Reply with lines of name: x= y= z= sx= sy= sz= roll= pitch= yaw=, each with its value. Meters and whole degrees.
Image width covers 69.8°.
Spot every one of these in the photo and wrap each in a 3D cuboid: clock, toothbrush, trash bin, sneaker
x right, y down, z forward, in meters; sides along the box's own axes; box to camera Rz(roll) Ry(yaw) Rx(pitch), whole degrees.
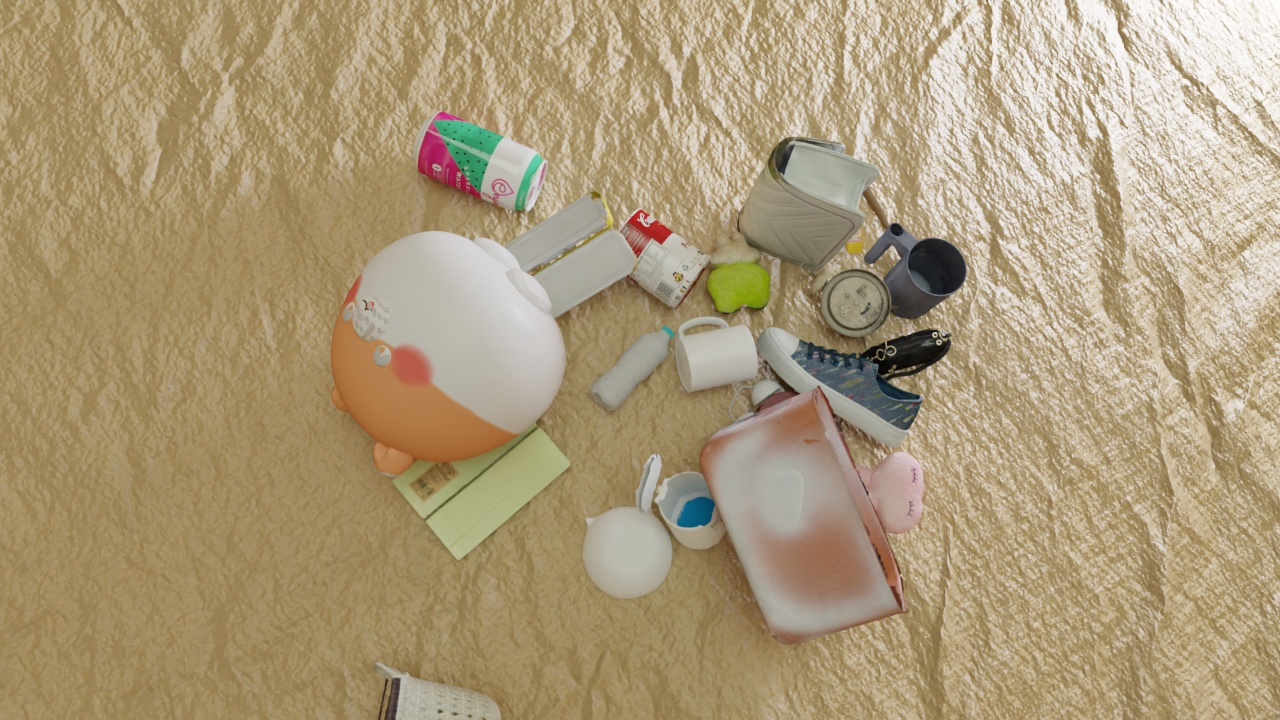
clock: x=0.182 y=0.084 z=1.204 sx=0.137 sy=0.048 sz=0.096 roll=29 pitch=73 yaw=2
clock: x=0.277 y=-0.088 z=1.261 sx=0.141 sy=0.054 sz=0.093 roll=38 pitch=89 yaw=5
toothbrush: x=0.348 y=-0.212 z=1.328 sx=0.016 sy=0.016 sz=0.167 roll=-26 pitch=79 yaw=-13
trash bin: x=0.189 y=0.182 z=1.078 sx=0.157 sy=0.181 sz=0.259 roll=-24 pitch=89 yaw=14
sneaker: x=0.264 y=0.020 z=1.202 sx=0.235 sy=0.087 sz=0.079 roll=34 pitch=113 yaw=1

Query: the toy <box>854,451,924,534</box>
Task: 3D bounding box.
toy: x=0.316 y=0.171 z=1.197 sx=0.105 sy=0.053 sz=0.108 roll=2 pitch=74 yaw=9

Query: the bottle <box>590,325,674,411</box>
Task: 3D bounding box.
bottle: x=-0.007 y=0.007 z=1.206 sx=0.044 sy=0.044 sz=0.136 roll=42 pitch=74 yaw=6

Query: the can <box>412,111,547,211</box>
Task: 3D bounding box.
can: x=-0.216 y=-0.266 z=1.236 sx=0.166 sy=0.088 sz=0.088 roll=23 pitch=72 yaw=0

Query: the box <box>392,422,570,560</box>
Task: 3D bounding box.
box: x=-0.200 y=0.140 z=1.155 sx=0.187 sy=0.030 sz=0.138 roll=-38 pitch=83 yaw=-15

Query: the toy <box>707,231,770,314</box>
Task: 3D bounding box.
toy: x=0.131 y=-0.122 z=1.260 sx=0.092 sy=0.043 sz=0.117 roll=-8 pitch=74 yaw=-14

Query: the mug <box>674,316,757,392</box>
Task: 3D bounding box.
mug: x=0.094 y=-0.016 z=1.217 sx=0.090 sy=0.074 sz=0.110 roll=-12 pitch=50 yaw=-10

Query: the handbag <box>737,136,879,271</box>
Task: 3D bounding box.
handbag: x=0.215 y=-0.210 z=1.217 sx=0.142 sy=0.199 sz=0.096 roll=23 pitch=75 yaw=-2

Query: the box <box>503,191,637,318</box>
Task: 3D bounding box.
box: x=-0.116 y=-0.122 z=1.195 sx=0.210 sy=0.045 sz=0.128 roll=-30 pitch=80 yaw=12

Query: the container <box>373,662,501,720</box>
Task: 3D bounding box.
container: x=-0.237 y=0.461 z=0.980 sx=0.143 sy=0.185 sz=0.251 roll=11 pitch=72 yaw=-13

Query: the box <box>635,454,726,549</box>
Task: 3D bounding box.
box: x=0.053 y=0.174 z=1.107 sx=0.094 sy=0.165 sz=0.084 roll=21 pitch=71 yaw=19

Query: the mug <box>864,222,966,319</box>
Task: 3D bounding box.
mug: x=0.369 y=-0.123 z=1.258 sx=0.124 sy=0.104 sz=0.083 roll=43 pitch=74 yaw=6

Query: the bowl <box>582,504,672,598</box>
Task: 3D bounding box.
bowl: x=-0.014 y=0.235 z=1.135 sx=0.114 sy=0.051 sz=0.114 roll=2 pitch=74 yaw=-6

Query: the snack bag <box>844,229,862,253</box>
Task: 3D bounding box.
snack bag: x=0.296 y=-0.200 z=1.316 sx=0.026 sy=0.020 sz=0.099 roll=-9 pitch=75 yaw=-8

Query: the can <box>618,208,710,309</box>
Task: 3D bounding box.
can: x=0.023 y=-0.135 z=1.228 sx=0.116 sy=0.087 sz=0.086 roll=35 pitch=73 yaw=4

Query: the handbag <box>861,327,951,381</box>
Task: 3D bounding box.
handbag: x=0.359 y=-0.010 z=1.237 sx=0.128 sy=0.079 sz=0.054 roll=-15 pitch=77 yaw=-11

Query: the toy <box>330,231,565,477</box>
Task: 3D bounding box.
toy: x=-0.233 y=-0.008 z=1.071 sx=0.281 sy=0.265 sz=0.263 roll=-46 pitch=59 yaw=2
